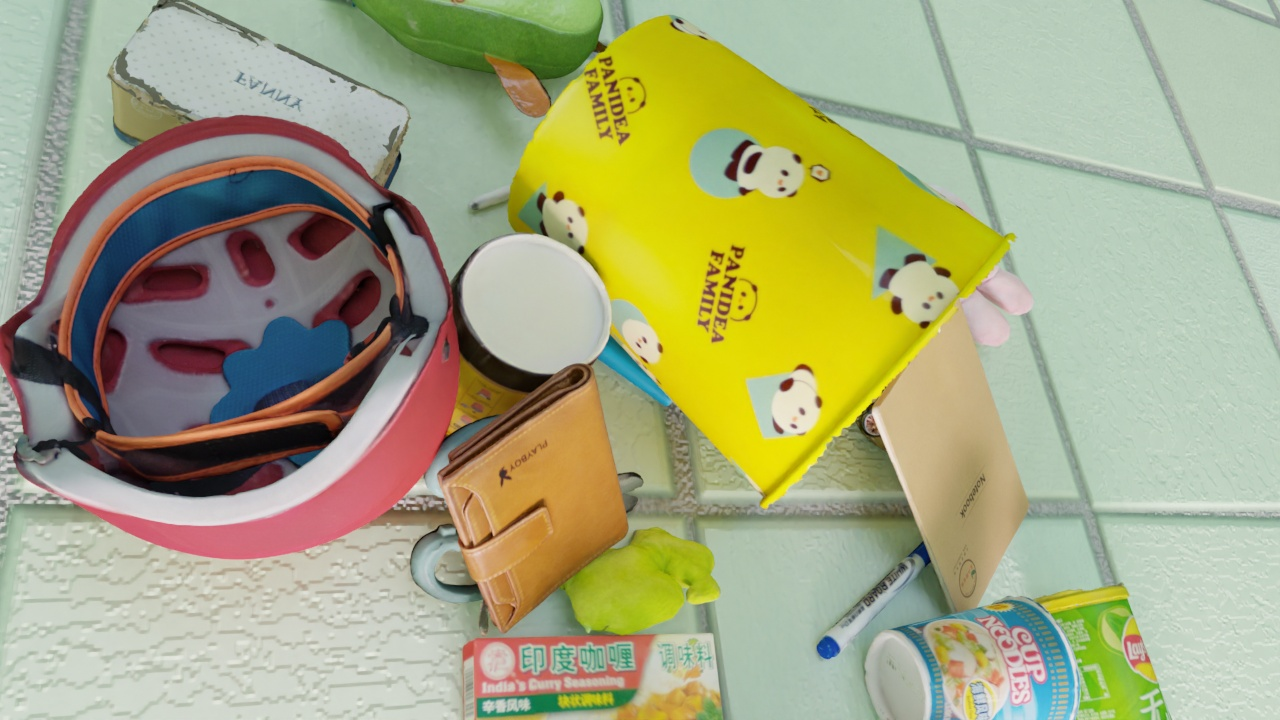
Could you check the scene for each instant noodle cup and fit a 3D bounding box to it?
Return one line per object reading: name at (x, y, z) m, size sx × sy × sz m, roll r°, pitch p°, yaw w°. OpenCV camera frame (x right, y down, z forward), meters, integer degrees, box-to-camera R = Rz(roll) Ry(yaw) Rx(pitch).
instant noodle cup at (-0.082, -0.010, 0.565) m, size 0.118 × 0.115 × 0.118 m, roll 12°, pitch 60°, yaw -21°
instant noodle cup at (0.218, 0.215, 0.623) m, size 0.109 × 0.099 × 0.099 m, roll -1°, pitch 66°, yaw -19°

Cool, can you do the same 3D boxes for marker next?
marker at (0.176, 0.169, 0.665) m, size 0.145 × 0.017 × 0.017 m, roll -29°, pitch 81°, yaw -35°

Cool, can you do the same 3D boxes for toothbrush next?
toothbrush at (-0.056, -0.142, 0.705) m, size 0.179 × 0.016 × 0.016 m, roll -27°, pitch 86°, yaw -35°

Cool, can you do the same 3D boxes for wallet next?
wallet at (-0.062, 0.082, 0.512) m, size 0.035 × 0.131 × 0.118 m, roll 26°, pitch 51°, yaw 35°

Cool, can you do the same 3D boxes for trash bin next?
trash bin at (0.065, -0.073, 0.604) m, size 0.255 × 0.230 × 0.228 m, roll 43°, pitch 54°, yaw 9°

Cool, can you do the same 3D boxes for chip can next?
chip can at (0.354, 0.278, 0.667) m, size 0.072 × 0.073 × 0.221 m, roll 1°, pitch 66°, yaw -27°

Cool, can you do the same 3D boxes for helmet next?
helmet at (-0.197, -0.001, 0.483) m, size 0.207 × 0.144 × 0.239 m, roll -21°, pitch 57°, yaw -9°

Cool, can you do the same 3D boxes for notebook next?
notebook at (0.240, 0.077, 0.690) m, size 0.147 × 0.008 × 0.208 m, roll -44°, pitch 118°, yaw -36°

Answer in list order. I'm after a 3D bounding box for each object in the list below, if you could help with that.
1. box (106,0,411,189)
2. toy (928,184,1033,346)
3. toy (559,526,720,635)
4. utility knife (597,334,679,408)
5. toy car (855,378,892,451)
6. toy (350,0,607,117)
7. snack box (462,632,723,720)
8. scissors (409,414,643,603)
box at (-0.235, -0.153, 0.594) m, size 0.184 × 0.061 × 0.089 m, roll 26°, pitch 57°, yaw -16°
toy at (0.278, -0.085, 0.822) m, size 0.159 × 0.054 × 0.121 m, roll 48°, pitch 62°, yaw 2°
toy at (-0.001, 0.136, 0.571) m, size 0.097 × 0.031 × 0.099 m, roll 19°, pitch 33°, yaw 20°
utility knife at (-0.004, 0.004, 0.655) m, size 0.218 × 0.018 × 0.034 m, roll 37°, pitch 46°, yaw -5°
toy car at (0.180, 0.005, 0.733) m, size 0.070 × 0.042 × 0.158 m, roll -21°, pitch 78°, yaw -33°
toy at (-0.105, -0.275, 0.702) m, size 0.246 × 0.090 × 0.226 m, roll -6°, pitch 62°, yaw -33°
snack box at (-0.025, 0.203, 0.539) m, size 0.155 × 0.027 × 0.077 m, roll 6°, pitch 62°, yaw -24°
scissors at (-0.063, 0.100, 0.561) m, size 0.179 × 0.019 × 0.143 m, roll 16°, pitch 94°, yaw -47°
